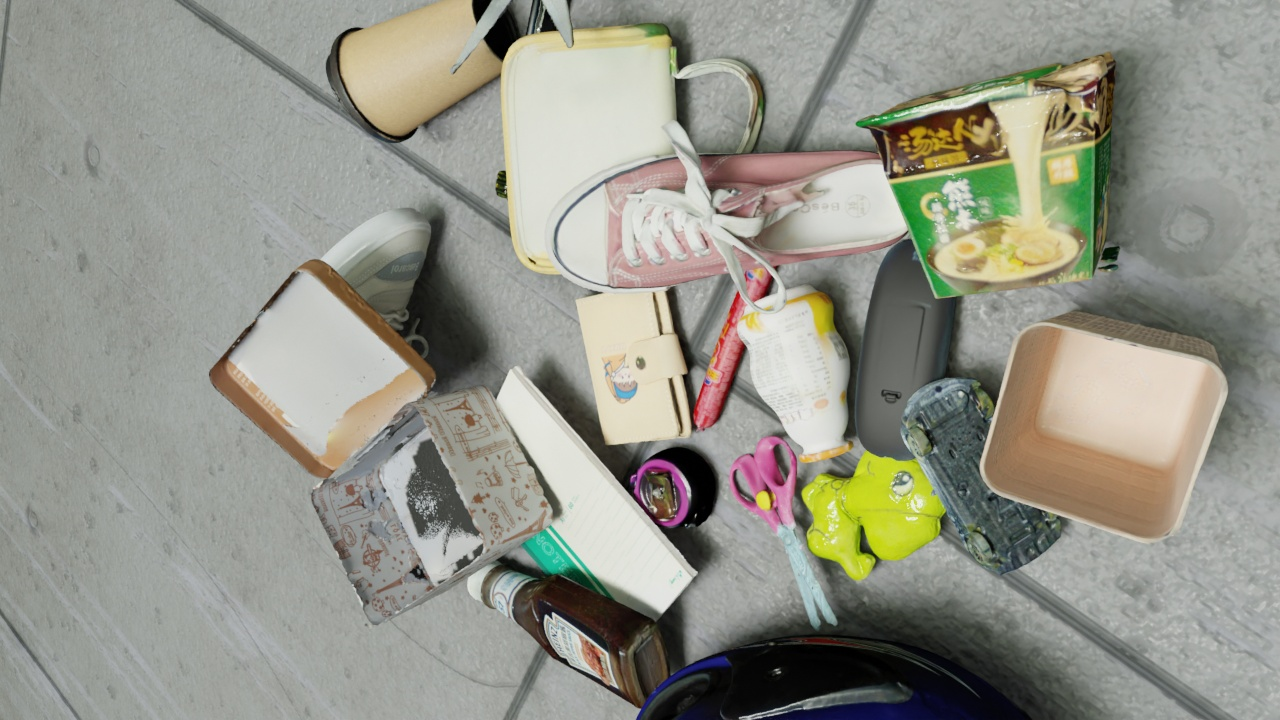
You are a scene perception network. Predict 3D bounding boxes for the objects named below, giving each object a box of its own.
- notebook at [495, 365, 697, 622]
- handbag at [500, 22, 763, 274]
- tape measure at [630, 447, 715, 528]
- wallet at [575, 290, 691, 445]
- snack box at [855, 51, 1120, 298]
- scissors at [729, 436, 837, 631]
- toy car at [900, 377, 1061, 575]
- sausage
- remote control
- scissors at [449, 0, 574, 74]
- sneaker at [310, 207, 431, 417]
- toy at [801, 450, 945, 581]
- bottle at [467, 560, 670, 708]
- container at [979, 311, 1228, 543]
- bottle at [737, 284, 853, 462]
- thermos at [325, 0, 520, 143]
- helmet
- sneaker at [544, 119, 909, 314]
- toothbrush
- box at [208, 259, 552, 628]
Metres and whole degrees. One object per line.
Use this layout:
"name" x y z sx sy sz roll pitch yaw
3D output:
"notebook" -0.056 0.124 0.720 0.209 0.012 0.151 46 135 17
"handbag" -0.002 -0.145 0.638 0.179 0.063 0.163 0 99 18
"tape measure" 0.023 0.093 0.667 0.057 0.039 0.058 -3 97 34
"wallet" -0.004 0.004 0.676 0.087 0.024 0.115 -9 92 38
"snack box" 0.192 -0.095 0.488 0.118 0.118 0.105 -5 106 33
"scissors" 0.104 0.113 0.611 0.073 0.017 0.137 -53 52 40
"toy car" 0.196 0.066 0.536 0.054 0.037 0.120 -31 95 -2
"sausage" 0.065 -0.017 0.633 0.020 0.020 0.156 29 113 26
"remote control" 0.159 -0.007 0.556 0.053 0.024 0.136 9 92 30
"scissors" -0.070 -0.300 0.625 0.235 0.021 0.221 -46 54 10
"sneaker" -0.241 -0.021 0.790 0.090 0.089 0.243 49 121 14
"toy" 0.151 0.096 0.590 0.100 0.031 0.097 -1 96 38
"bottle" -0.064 0.205 0.728 0.195 0.043 0.080 14 128 40
"container" 0.240 0.025 0.471 0.090 0.110 0.090 18 108 29
"bottle" 0.103 0.009 0.585 0.063 0.063 0.108 -18 88 34
"thermos" -0.167 -0.230 0.708 0.143 0.092 0.093 -16 90 27
"helmet" 0.094 0.295 0.540 0.316 0.239 0.247 -11 91 35
"sneaker" 0.046 -0.087 0.559 0.241 0.087 0.118 -3 97 18
"toothbrush" -0.079 -0.222 0.685 0.027 0.026 0.213 22 111 15
"box" -0.211 0.063 0.726 0.179 0.110 0.259 -37 80 35
